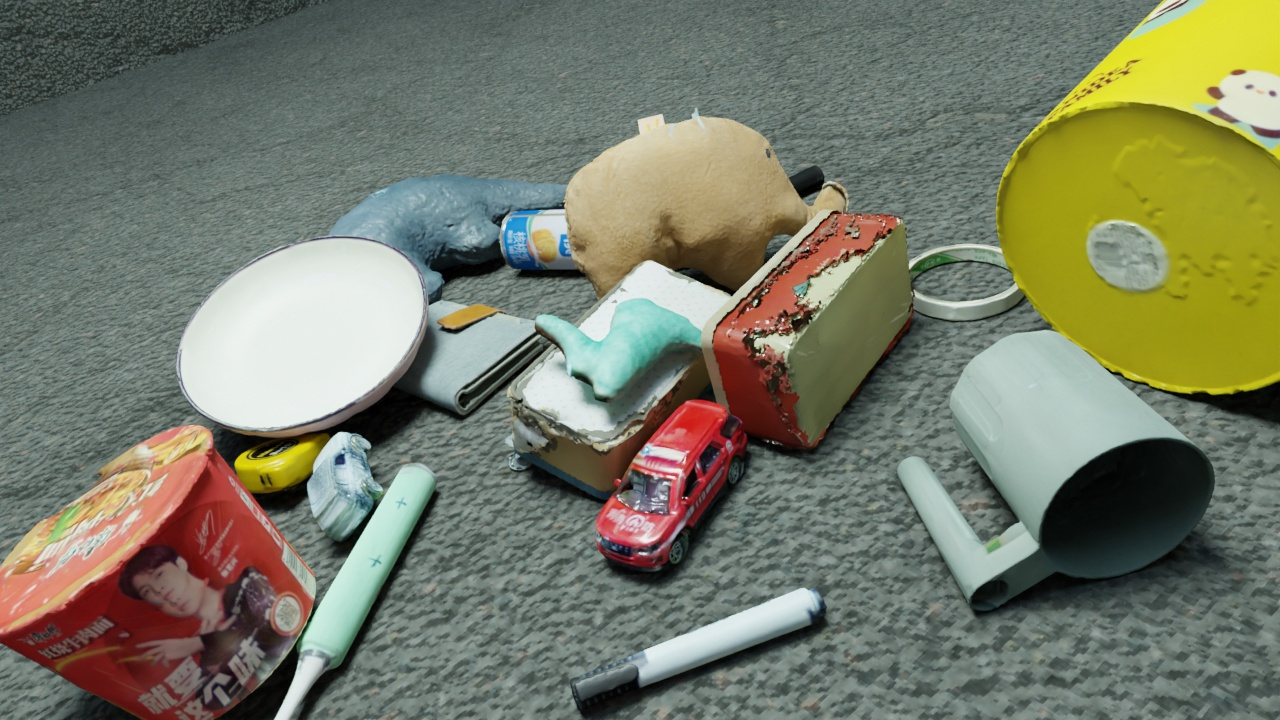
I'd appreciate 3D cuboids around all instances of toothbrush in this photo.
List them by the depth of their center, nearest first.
[{"bbox_3d":[-0.166,0.140,0.516,0.027,0.027,0.223,-39,19,34],"label":"toothbrush"}]

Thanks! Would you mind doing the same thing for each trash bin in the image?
[{"bbox_3d":[0.364,-0.125,0.536,0.254,0.230,0.230,-38,39,-21],"label":"trash bin"}]

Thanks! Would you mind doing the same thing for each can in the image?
[{"bbox_3d":[-0.054,-0.107,0.809,0.135,0.053,0.053,2,37,24],"label":"can"}]

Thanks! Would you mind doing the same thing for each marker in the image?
[{"bbox_3d":[0.029,0.140,0.446,0.130,0.023,0.018,-20,77,-5],"label":"marker"},{"bbox_3d":[0.110,-0.143,0.828,0.131,0.020,0.022,-28,34,-18],"label":"marker"}]

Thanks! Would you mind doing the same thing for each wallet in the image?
[{"bbox_3d":[-0.151,-0.012,0.724,0.130,0.037,0.106,16,45,37],"label":"wallet"}]

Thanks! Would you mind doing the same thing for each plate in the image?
[{"bbox_3d":[-0.251,-0.016,0.701,0.192,0.039,0.192,-5,51,5],"label":"plate"}]

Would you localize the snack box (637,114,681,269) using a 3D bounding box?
[{"bbox_3d":[0.025,-0.154,0.820,0.026,0.084,0.157,-15,33,5],"label":"snack box"}]

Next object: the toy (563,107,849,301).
[{"bbox_3d":[0.053,-0.120,0.707,0.226,0.143,0.082,-15,29,-1],"label":"toy"}]

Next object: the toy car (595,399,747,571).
[{"bbox_3d":[0.018,0.069,0.533,0.053,0.045,0.120,8,42,33],"label":"toy car"}]

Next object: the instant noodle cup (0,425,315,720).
[{"bbox_3d":[-0.248,0.119,0.483,0.138,0.108,0.137,-24,30,15],"label":"instant noodle cup"}]

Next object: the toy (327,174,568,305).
[{"bbox_3d":[-0.211,-0.098,0.840,0.138,0.092,0.355,35,54,16],"label":"toy"}]

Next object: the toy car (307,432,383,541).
[{"bbox_3d":[-0.197,0.079,0.598,0.043,0.034,0.090,-51,33,9],"label":"toy car"}]

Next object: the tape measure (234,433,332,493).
[{"bbox_3d":[-0.251,0.074,0.642,0.057,0.029,0.059,-4,18,22],"label":"tape measure"}]

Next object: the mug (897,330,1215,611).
[{"bbox_3d":[0.198,0.054,0.463,0.124,0.083,0.103,-36,30,13],"label":"mug"}]

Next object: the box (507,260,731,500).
[{"bbox_3d":[-0.004,0.004,0.607,0.090,0.060,0.183,27,47,22],"label":"box"}]

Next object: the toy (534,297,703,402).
[{"bbox_3d":[-0.013,-0.011,0.555,0.096,0.030,0.091,32,48,15],"label":"toy"}]

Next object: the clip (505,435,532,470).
[{"bbox_3d":[-0.067,0.050,0.616,0.024,0.029,0.056,24,44,37],"label":"clip"}]

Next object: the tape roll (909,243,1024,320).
[{"bbox_3d":[0.232,-0.058,0.661,0.086,0.014,0.085,-10,33,7],"label":"tape roll"}]

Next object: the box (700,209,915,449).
[{"bbox_3d":[0.120,-0.025,0.587,0.077,0.091,0.167,11,41,38],"label":"box"}]
